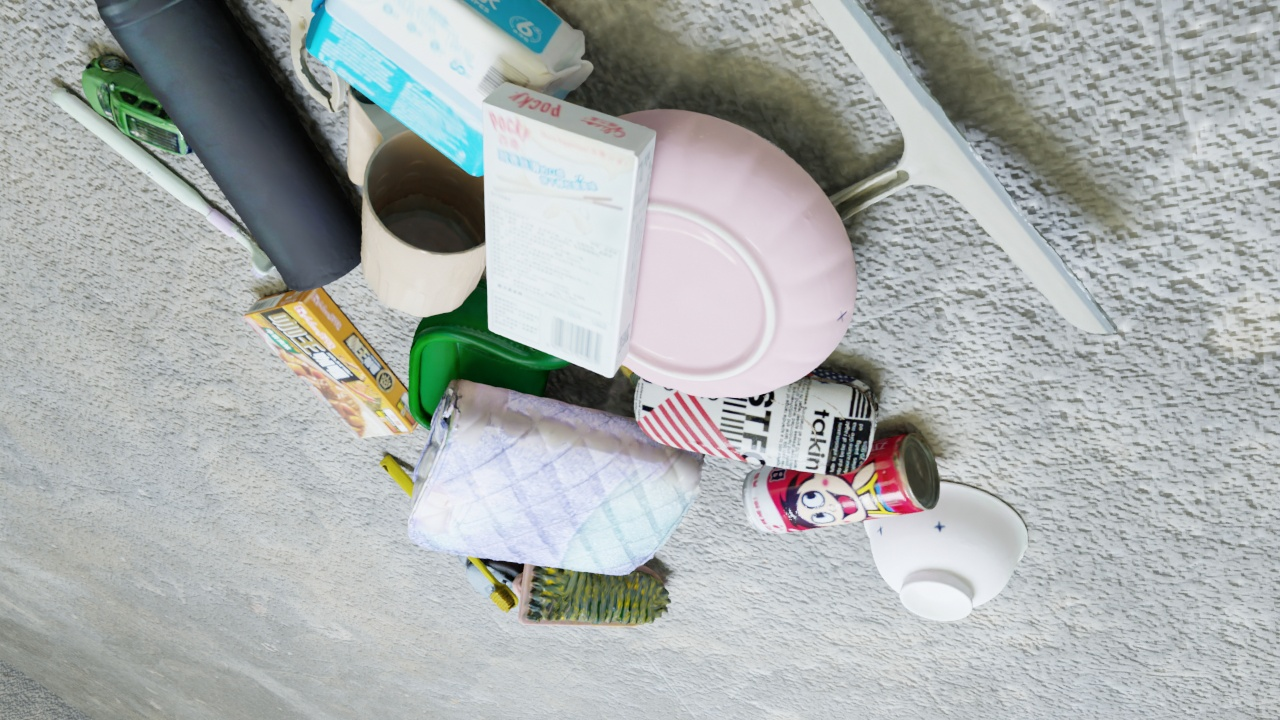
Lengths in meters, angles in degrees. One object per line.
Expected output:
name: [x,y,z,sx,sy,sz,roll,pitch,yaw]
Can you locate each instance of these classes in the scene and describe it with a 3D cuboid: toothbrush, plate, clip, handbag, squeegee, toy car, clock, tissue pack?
toothbrush: [-0.353,-0.131,0.685,0.020,0.029,0.189,-45,109,4]
plate: [0.024,-0.046,0.522,0.192,0.038,0.193,17,136,17]
clip: [-0.189,-0.194,0.529,0.060,0.034,0.097,2,130,25]
handbag: [-0.066,0.086,0.667,0.193,0.075,0.134,14,130,-23]
squeegee: [0.087,-0.067,0.524,0.246,0.039,0.247,45,137,-14]
toothbrush: [-0.183,0.162,0.863,0.190,0.016,0.016,46,121,10]
handbag: [-0.110,0.006,0.685,0.120,0.067,0.132,16,138,-4]
toy car: [-0.337,-0.171,0.622,0.091,0.036,0.043,26,141,4]
clock: [-0.134,0.195,0.900,0.122,0.055,0.082,37,139,-13]
tissue pack: [-0.103,-0.169,0.487,0.140,0.063,0.090,35,135,-16]

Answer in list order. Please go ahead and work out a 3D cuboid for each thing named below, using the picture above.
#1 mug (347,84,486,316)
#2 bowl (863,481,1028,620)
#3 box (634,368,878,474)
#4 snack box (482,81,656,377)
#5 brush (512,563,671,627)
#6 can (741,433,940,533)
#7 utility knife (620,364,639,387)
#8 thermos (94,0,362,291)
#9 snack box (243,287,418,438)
mug: [-0.142,-0.097,0.566,0.124,0.084,0.104,53,154,4]
bowl: [0.219,0.150,0.674,0.118,0.064,0.118,14,139,13]
box: [0.081,0.026,0.632,0.164,0.077,0.075,8,109,19]
snack box: [-0.042,-0.064,0.494,0.085,0.026,0.157,22,137,13]
brush: [-0.042,0.214,0.850,0.145,0.063,0.073,10,169,-26]
can: [0.140,0.090,0.656,0.133,0.053,0.053,-18,124,39]
utility knife: [-0.004,0.004,0.668,0.031,0.019,0.178,-21,118,33]
thermos: [-0.246,-0.160,0.569,0.090,0.068,0.243,-15,129,9]
snack box: [-0.257,0.005,0.777,0.075,0.026,0.154,-8,130,32]
